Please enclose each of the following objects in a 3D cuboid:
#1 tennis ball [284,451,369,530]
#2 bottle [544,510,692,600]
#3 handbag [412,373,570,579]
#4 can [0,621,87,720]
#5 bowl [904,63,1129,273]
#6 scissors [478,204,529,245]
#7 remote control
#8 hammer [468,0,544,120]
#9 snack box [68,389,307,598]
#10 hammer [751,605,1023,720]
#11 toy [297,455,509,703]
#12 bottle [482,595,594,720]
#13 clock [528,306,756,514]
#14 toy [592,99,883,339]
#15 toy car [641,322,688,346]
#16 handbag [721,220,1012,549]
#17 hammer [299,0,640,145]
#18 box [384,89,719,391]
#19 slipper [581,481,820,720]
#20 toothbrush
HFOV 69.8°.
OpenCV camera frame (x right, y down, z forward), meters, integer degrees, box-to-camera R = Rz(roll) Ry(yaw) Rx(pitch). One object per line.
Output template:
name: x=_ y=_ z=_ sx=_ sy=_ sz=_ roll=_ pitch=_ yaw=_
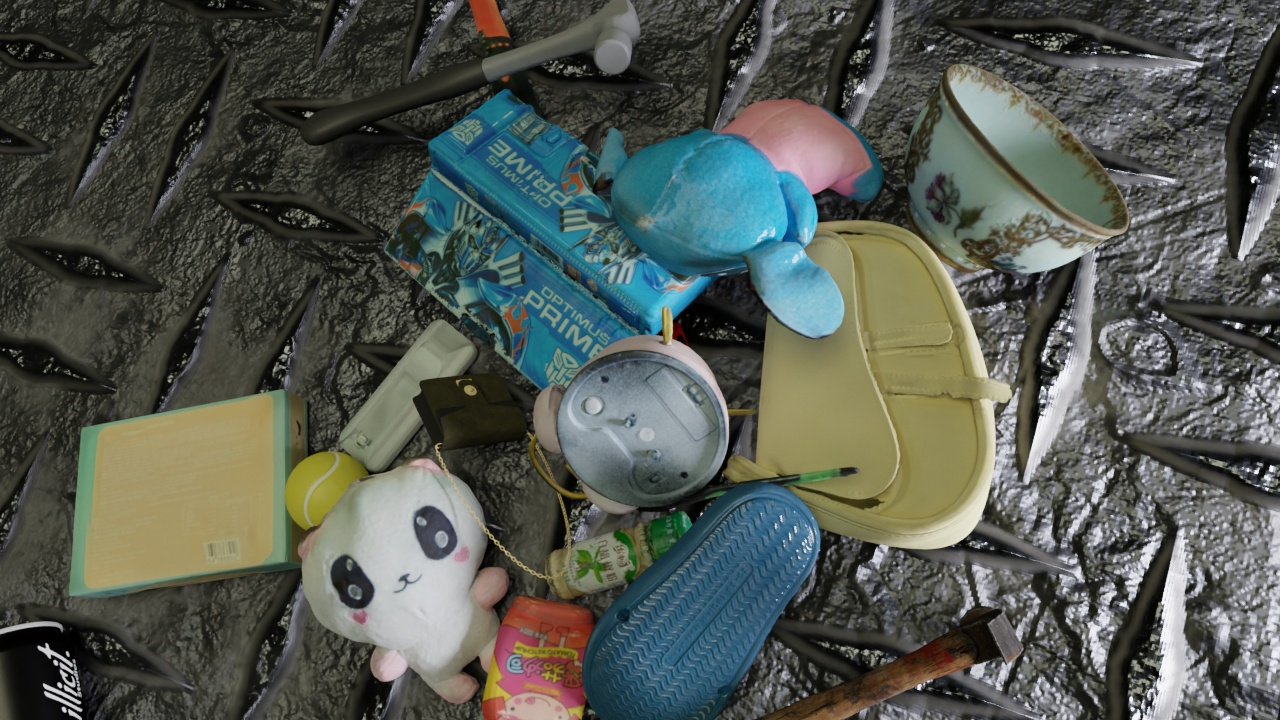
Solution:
tennis ball: x=-0.243 y=0.104 z=0.718 sx=0.065 sy=0.065 sz=0.065 roll=-4 pitch=73 yaw=12
bottle: x=-0.014 y=0.143 z=0.667 sx=0.110 sy=0.042 sz=0.042 roll=-18 pitch=71 yaw=9
handbag: x=-0.102 y=0.082 z=0.677 sx=0.178 sy=0.084 sz=0.028 roll=57 pitch=134 yaw=29
can: x=-0.475 y=0.285 z=0.710 sx=0.080 sy=0.080 sz=0.146 roll=-26 pitch=70 yaw=4
bowl: x=0.245 y=-0.119 z=0.645 sx=0.094 sy=0.159 sz=0.160 roll=-50 pitch=63 yaw=39
scissors: x=-0.131 y=-0.139 z=0.792 sx=0.123 sy=0.011 sz=0.127 roll=-33 pitch=69 yaw=-1
remote control: x=-0.191 y=0.028 z=0.751 sx=0.050 sy=0.022 sz=0.133 roll=36 pitch=85 yaw=20
hammer: x=-0.124 y=-0.270 z=0.816 sx=0.133 sy=0.033 sz=0.332 roll=-20 pitch=70 yaw=4
snack box: x=-0.371 y=0.111 z=0.756 sx=0.194 sy=0.044 sz=0.141 roll=-11 pitch=71 yaw=10
hammer: x=0.085 y=0.239 z=0.590 sx=0.331 sy=0.120 sz=0.033 roll=-29 pitch=70 yaw=10
toy: x=-0.163 y=0.165 z=0.672 sx=0.138 sy=0.101 sz=0.179 roll=-33 pitch=89 yaw=-12
bottle: x=-0.075 y=0.238 z=0.646 sx=0.071 sy=0.048 sz=0.134 roll=14 pitch=78 yaw=-9
clock: x=-0.010 y=0.048 z=0.649 sx=0.158 sy=0.058 sz=0.117 roll=-36 pitch=103 yaw=19
toy: x=0.079 y=-0.116 z=0.636 sx=0.191 sy=0.099 sz=0.224 roll=-31 pitch=53 yaw=-27
toy car: x=-0.004 y=0.004 z=0.714 sx=0.089 sy=0.025 sz=0.038 roll=-22 pitch=70 yaw=5
handbag: x=0.154 y=0.010 z=0.644 sx=0.191 sy=0.088 sz=0.232 roll=1 pitch=74 yaw=17
hammer: x=-0.147 y=-0.236 z=0.763 sx=0.311 sy=0.029 sz=0.124 roll=-13 pitch=40 yaw=16
box: x=-0.078 y=-0.090 z=0.708 sx=0.243 sy=0.060 sz=0.175 roll=39 pitch=86 yaw=19
slipper: x=0.037 y=0.169 z=0.625 sx=0.104 sy=0.059 sz=0.214 roll=33 pitch=101 yaw=-6
toothbrush: x=0.067 y=0.087 z=0.634 sx=0.188 sy=0.014 sz=0.017 roll=-17 pitch=56 yaw=39
